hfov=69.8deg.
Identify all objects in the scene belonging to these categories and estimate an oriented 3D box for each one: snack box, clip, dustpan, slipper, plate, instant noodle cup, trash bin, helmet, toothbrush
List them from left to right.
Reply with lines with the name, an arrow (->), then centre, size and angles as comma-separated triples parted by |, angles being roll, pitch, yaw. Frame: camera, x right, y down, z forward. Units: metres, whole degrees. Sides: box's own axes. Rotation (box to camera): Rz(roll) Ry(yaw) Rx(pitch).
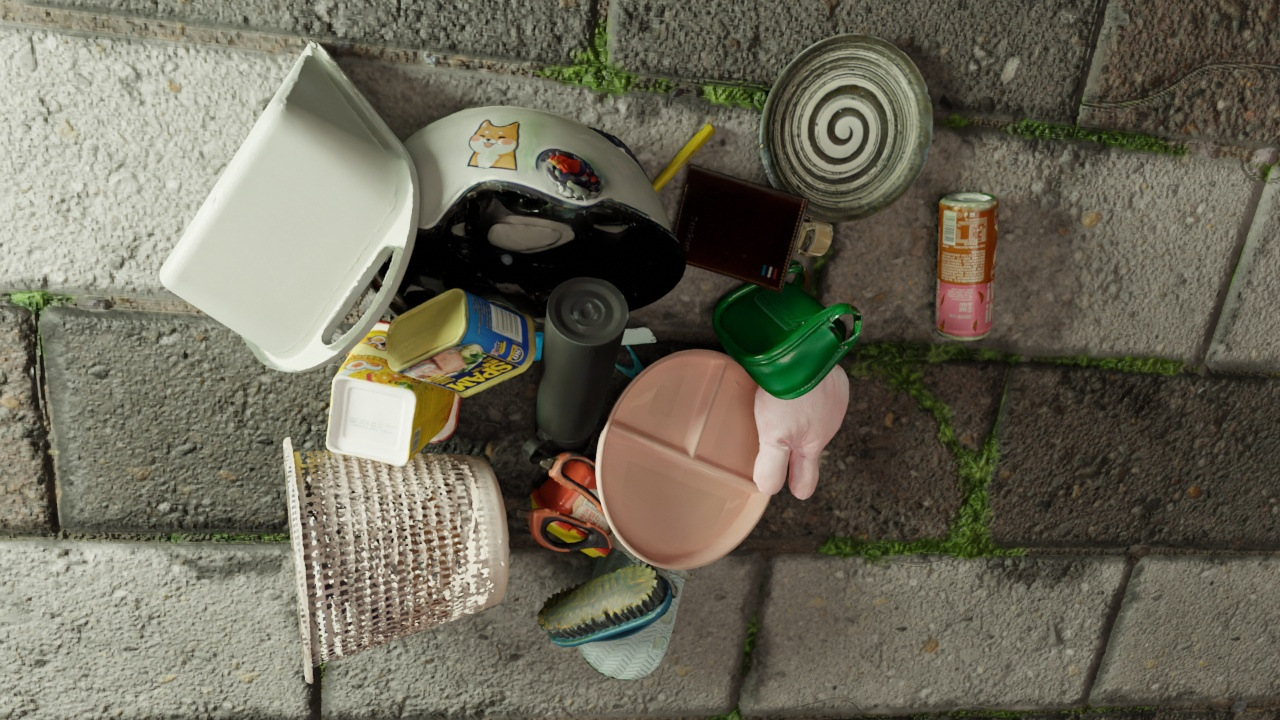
dustpan -> -0.271, -0.113, 0.741 | 0.142, 0.257, 0.223 | 34, 101, -25
instant noodle cup -> -0.234, 0.035, 0.859 | 0.116, 0.123, 0.116 | 12, 109, -1
trash bin -> -0.236, 0.177, 0.889 | 0.192, 0.227, 0.228 | -5, 112, -22
helmet -> -0.106, -0.133, 0.801 | 0.274, 0.230, 0.156 | -4, 68, -10
snack box -> -0.058, 0.151, 0.970 | 0.091, 0.082, 0.080 | 38, 92, -27
clip -> -0.007, 0.008, 0.959 | 0.038, 0.013, 0.055 | -42, 112, 7
slipper -> -0.002, 0.231, 1.016 | 0.104, 0.074, 0.245 | 20, 90, -16
toothbrush -> 0.006, -0.155, 0.899 | 0.016, 0.015, 0.190 | 39, 100, -25
plate -> 0.050, 0.102, 0.952 | 0.229, 0.028, 0.229 | -3, 97, -33
plate -> 0.199, -0.225, 0.899 | 0.179, 0.024, 0.179 | -3, 106, -11

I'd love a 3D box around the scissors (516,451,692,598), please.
scissors -> -0.033, 0.183, 0.937 | 0.203, 0.015, 0.202 | -12, 103, -26

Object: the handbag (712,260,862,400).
handbag -> 0.142, -0.034, 0.909 | 0.120, 0.131, 0.068 | -41, 124, 2

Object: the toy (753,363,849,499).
toy -> 0.166, 0.067, 0.974 | 0.121, 0.054, 0.159 | 14, 91, -32

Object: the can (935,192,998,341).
can -> 0.340, -0.098, 0.957 | 0.058, 0.058, 0.147 | -8, 112, -7

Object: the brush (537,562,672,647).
brush -> -0.031, 0.257, 0.937 | 0.144, 0.055, 0.073 | -23, 130, 17

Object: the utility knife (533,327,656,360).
utility knife -> -0.091, -0.015, 0.930 | 0.216, 0.018, 0.034 | -5, 109, -6

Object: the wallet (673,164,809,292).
wallet -> 0.094, -0.129, 0.897 | 0.122, 0.020, 0.096 | 19, 108, 13

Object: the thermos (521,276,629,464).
thermos -> -0.067, 0.026, 0.846 | 0.068, 0.243, 0.089 | 36, 59, 11

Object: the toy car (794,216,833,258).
toy car -> 0.153, -0.130, 0.925 | 0.090, 0.035, 0.042 | 13, 108, -17

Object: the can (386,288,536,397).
can -> -0.155, -0.015, 0.789 | 0.102, 0.057, 0.083 | -22, 152, 30
